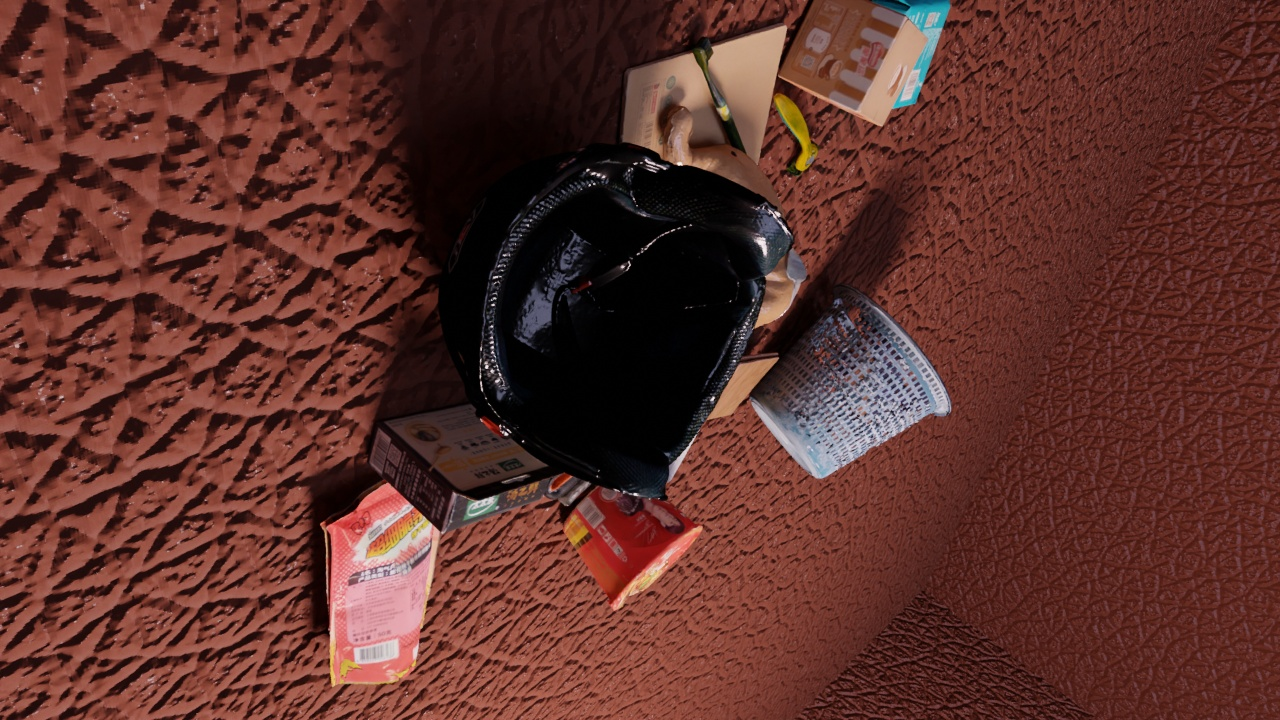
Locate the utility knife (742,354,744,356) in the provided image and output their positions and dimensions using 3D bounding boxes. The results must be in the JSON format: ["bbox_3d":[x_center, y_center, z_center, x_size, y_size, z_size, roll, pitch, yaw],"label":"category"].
[{"bbox_3d":[0.098,-0.017,1.055,0.034,0.018,0.203,-47,164,-1],"label":"utility knife"}]

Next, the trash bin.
[{"bbox_3d":[0.264,0.043,1.231,0.195,0.226,0.226,-38,149,-2],"label":"trash bin"}]

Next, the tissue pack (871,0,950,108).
[{"bbox_3d":[0.273,-0.334,0.982,0.093,0.050,0.134,-23,138,-40],"label":"tissue pack"}]

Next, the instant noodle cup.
[{"bbox_3d":[-0.013,0.196,1.048,0.137,0.108,0.138,-39,163,-15],"label":"instant noodle cup"}]

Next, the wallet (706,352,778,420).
[{"bbox_3d":[0.114,0.034,1.146,0.101,0.020,0.116,-9,145,-52],"label":"wallet"}]

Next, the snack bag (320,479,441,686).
[{"bbox_3d":[-0.226,0.189,0.811,0.128,0.073,0.208,-25,135,-47],"label":"snack bag"}]

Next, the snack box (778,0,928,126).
[{"bbox_3d":[0.204,-0.291,0.880,0.077,0.094,0.093,-3,124,-58],"label":"snack box"}]

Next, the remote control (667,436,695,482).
[{"bbox_3d":[0.041,0.084,1.091,0.024,0.049,0.125,7,115,-54],"label":"remote control"}]

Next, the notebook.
[{"bbox_3d":[0.054,-0.215,0.835,0.207,0.008,0.148,-30,143,-36],"label":"notebook"}]

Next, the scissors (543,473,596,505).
[{"bbox_3d":[-0.015,0.076,0.979,0.234,0.021,0.160,-51,153,23],"label":"scissors"}]

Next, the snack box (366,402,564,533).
[{"bbox_3d":[-0.139,0.086,0.756,0.113,0.126,0.053,-11,130,-51],"label":"snack box"}]

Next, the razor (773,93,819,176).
[{"bbox_3d":[0.159,-0.235,0.942,0.043,0.028,0.132,-50,153,0],"label":"razor"}]

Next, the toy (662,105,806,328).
[{"bbox_3d":[0.079,-0.136,0.852,0.226,0.083,0.143,61,38,-22],"label":"toy"}]

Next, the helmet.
[{"bbox_3d":[-0.034,-0.039,0.676,0.274,0.230,0.233,32,83,-44],"label":"helmet"}]

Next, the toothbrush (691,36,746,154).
[{"bbox_3d":[0.079,-0.227,0.837,0.017,0.012,0.186,-60,152,-11],"label":"toothbrush"}]
